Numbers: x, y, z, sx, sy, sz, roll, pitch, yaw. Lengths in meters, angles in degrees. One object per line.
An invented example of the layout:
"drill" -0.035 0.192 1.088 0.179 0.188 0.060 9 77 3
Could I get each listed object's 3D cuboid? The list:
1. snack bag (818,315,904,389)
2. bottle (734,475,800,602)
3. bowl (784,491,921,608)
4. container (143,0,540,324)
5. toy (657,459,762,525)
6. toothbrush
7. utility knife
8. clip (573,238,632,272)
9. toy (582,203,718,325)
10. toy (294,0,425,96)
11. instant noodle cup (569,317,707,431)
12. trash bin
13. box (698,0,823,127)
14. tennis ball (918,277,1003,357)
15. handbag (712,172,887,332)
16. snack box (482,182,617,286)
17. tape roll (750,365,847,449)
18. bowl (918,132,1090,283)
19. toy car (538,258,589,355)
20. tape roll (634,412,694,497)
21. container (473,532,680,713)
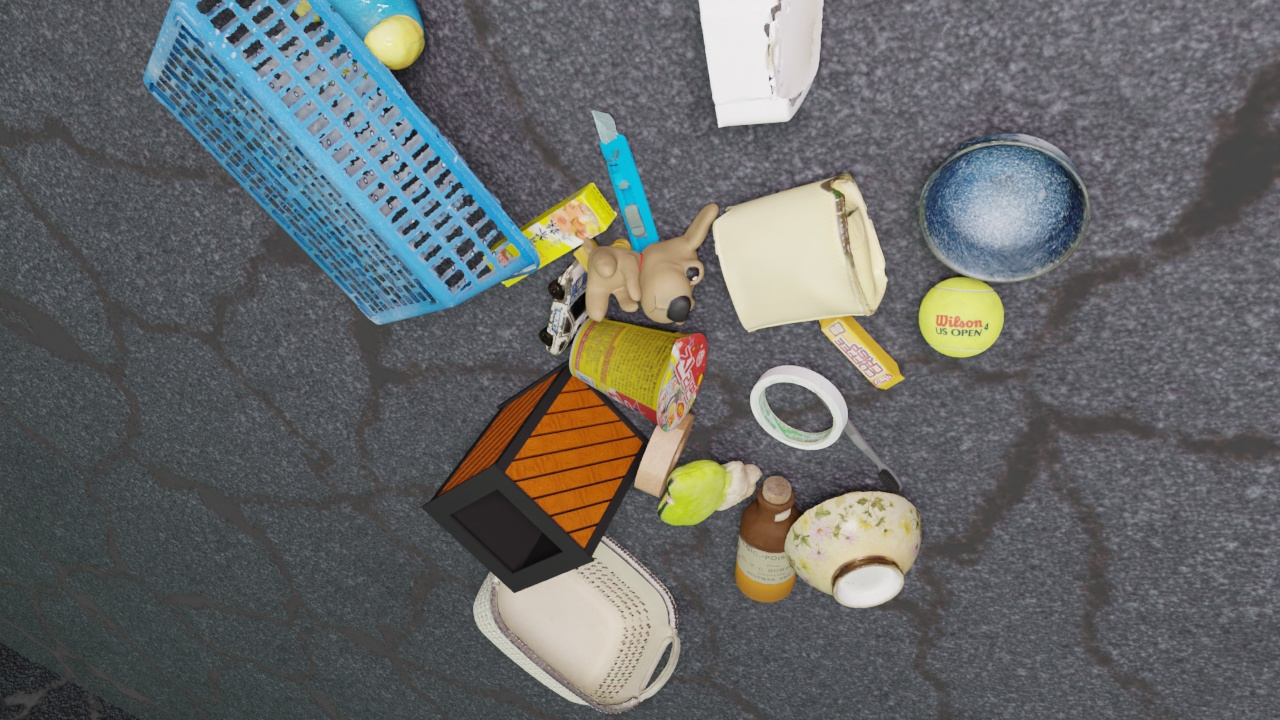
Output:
"snack bag" 0.198 -0.011 0.829 0.099 0.020 0.026 45 134 -12
"bottle" 0.140 0.188 0.990 0.068 0.067 0.157 14 132 16
"bowl" 0.222 0.203 0.925 0.145 0.063 0.145 -3 131 -4
"container" -0.282 -0.177 0.821 0.362 0.089 0.258 50 153 -21
"toy" 0.075 0.134 0.965 0.043 0.117 0.092 57 146 38
"toothbrush" 0.207 0.069 0.897 0.013 0.013 0.167 -27 109 40
"utility knife" -0.010 -0.145 0.829 0.031 0.015 0.175 -10 122 16
"clip" -0.032 -0.097 0.877 0.054 0.046 0.048 53 166 -18
"toy" 0.006 -0.076 0.813 0.108 0.105 0.134 1 133 -15
"toy" -0.255 -0.332 0.749 0.149 0.083 0.214 1 128 51
"instant noodle cup" -0.005 0.005 0.903 0.112 0.100 0.100 19 133 23
"trash bin" -0.106 0.125 0.992 0.139 0.171 0.140 47 132 -14
"box" 0.102 -0.230 0.642 0.095 0.102 0.107 1 126 24
"tennis ball" 0.260 -0.035 0.746 0.065 0.065 0.065 14 132 16
"handbag" 0.135 -0.088 0.762 0.119 0.081 0.111 -8 115 34
"snack box" -0.089 -0.118 0.881 0.148 0.028 0.040 -24 113 39
"tape roll" 0.154 0.046 0.893 0.094 0.018 0.094 20 136 21
"bowl" 0.269 -0.120 0.675 0.114 0.060 0.115 16 133 18
"toy car" -0.069 -0.052 0.912 0.040 0.048 0.113 26 134 11
"tape roll" 0.025 0.094 0.953 0.027 0.093 0.094 23 133 9
"container" -0.086 0.316 1.141 0.251 0.184 0.144 42 142 -10
